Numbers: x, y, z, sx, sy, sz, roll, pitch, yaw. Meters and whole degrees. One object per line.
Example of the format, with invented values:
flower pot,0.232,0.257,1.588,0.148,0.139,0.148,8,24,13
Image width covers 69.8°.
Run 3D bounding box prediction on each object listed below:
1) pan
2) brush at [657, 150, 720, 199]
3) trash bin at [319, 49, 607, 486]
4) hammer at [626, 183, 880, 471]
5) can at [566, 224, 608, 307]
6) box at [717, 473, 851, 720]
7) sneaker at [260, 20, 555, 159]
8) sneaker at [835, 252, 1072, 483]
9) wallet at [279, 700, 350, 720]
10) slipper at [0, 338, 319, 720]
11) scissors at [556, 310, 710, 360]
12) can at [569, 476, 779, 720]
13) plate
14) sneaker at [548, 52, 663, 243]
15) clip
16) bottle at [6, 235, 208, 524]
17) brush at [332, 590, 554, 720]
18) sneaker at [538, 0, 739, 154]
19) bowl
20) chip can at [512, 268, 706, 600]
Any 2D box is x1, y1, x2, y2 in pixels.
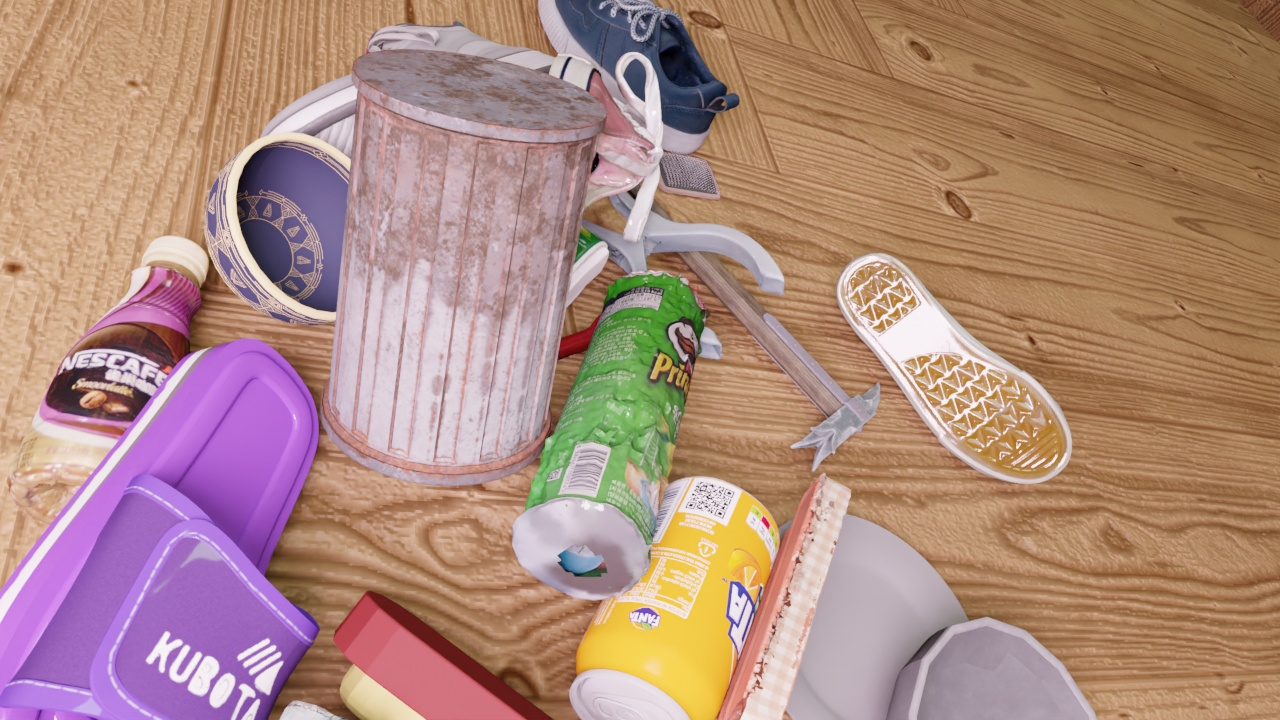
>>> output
pan,0.282,0.260,0.577,0.356,0.041,0.178,12,59,-30
brush,0.010,-0.170,0.803,0.135,0.015,0.049,3,53,-28
trash bin,-0.098,-0.042,0.491,0.131,0.212,0.130,11,29,-6
hammer,0.067,-0.063,0.732,0.317,0.028,0.146,49,36,12
can,-0.087,-0.089,0.640,0.121,0.068,0.067,38,44,5
box,0.080,0.148,0.518,0.043,0.083,0.186,27,46,7
sneaker,-0.178,-0.196,0.669,0.129,0.097,0.262,37,44,19
sneaker,0.254,0.008,0.768,0.235,0.087,0.079,47,11,8
wallet,-0.136,0.208,0.344,0.054,0.101,0.131,7,43,8
slipper,-0.181,0.092,0.389,0.265,0.084,0.107,-85,156,-45
scissors,-0.015,0.000,0.646,0.193,0.015,0.179,6,50,-27
can,0.022,0.136,0.505,0.079,0.079,0.142,34,44,-1
plate,0.145,0.180,0.589,0.178,0.012,0.178,16,47,-18
sneaker,-0.027,-0.156,0.644,0.088,0.118,0.240,10,26,-5
clip,0.004,-0.053,0.668,0.171,0.029,0.141,29,67,21
bottle,-0.259,0.003,0.468,0.059,0.060,0.165,15,47,-19
brush,-0.070,0.175,0.423,0.173,0.082,0.041,36,74,2
sneaker,-0.005,-0.293,0.846,0.235,0.088,0.089,48,46,13
bowl,-0.212,-0.072,0.549,0.112,0.061,0.112,28,55,-50
chip can,-0.010,0.033,0.536,0.075,0.076,0.222,27,38,-8
